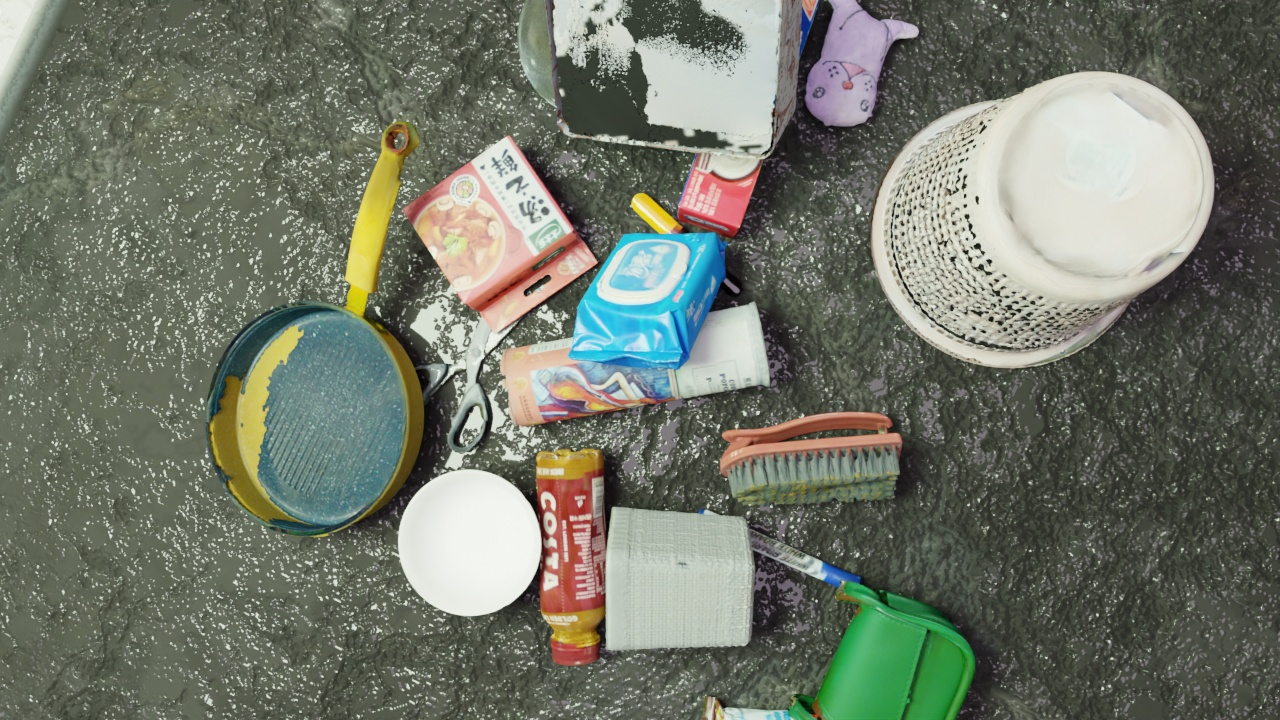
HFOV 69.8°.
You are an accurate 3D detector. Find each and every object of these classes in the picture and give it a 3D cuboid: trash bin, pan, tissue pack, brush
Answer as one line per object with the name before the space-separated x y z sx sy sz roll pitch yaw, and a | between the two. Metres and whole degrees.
trash bin | 0.301 -0.111 0.681 0.227 0.192 0.227 0 88 5
pan | -0.249 -0.023 0.761 0.198 0.078 0.357 27 95 15
tissue pack | 0.008 -0.052 0.728 0.095 0.156 0.052 3 131 22
brush | 0.139 0.080 0.758 0.146 0.063 0.069 -5 57 6

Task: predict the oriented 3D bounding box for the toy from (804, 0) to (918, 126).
toy | 0.179 -0.247 0.772 0.084 0.039 0.108 20 89 -3

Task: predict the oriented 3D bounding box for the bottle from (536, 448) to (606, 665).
bottle | -0.057 0.163 0.770 0.057 0.057 0.175 -2 88 5

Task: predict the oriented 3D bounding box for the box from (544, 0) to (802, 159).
box | 0.041 -0.276 0.712 0.183 0.192 0.157 11 130 16

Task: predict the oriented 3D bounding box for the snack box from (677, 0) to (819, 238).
snack box | 0.088 -0.211 0.770 0.058 0.057 0.207 19 89 2

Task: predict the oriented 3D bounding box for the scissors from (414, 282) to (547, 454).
scissors | -0.149 -0.001 0.806 0.170 0.014 0.159 -12 87 4

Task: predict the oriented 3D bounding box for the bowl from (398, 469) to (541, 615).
bowl | -0.136 0.149 0.774 0.118 0.064 0.118 0 89 5

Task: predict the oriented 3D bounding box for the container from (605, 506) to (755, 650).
container | 0.031 0.175 0.739 0.114 0.090 0.090 1 110 2

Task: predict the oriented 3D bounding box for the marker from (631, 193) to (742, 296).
marker | 0.040 -0.099 0.793 0.124 0.015 0.018 43 93 3

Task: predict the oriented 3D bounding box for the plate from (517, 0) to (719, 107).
plate | -0.022 -0.291 0.788 0.179 0.024 0.179 -1 82 10

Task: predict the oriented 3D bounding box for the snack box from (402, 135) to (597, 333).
snack box | -0.120 -0.107 0.787 0.113 0.044 0.127 -35 82 1

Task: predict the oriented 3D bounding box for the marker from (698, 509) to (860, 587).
marker | 0.115 0.161 0.775 0.146 0.017 0.017 23 90 6

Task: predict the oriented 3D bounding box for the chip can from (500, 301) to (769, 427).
chip can | -0.005 0.004 0.764 0.215 0.071 0.071 -10 87 5

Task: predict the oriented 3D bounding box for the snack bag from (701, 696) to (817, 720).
snack bag | 0.103 0.309 0.767 0.104 0.026 0.048 5 74 4

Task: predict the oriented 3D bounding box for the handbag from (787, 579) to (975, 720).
handbag | 0.194 0.252 0.736 0.120 0.068 0.131 25 89 2
